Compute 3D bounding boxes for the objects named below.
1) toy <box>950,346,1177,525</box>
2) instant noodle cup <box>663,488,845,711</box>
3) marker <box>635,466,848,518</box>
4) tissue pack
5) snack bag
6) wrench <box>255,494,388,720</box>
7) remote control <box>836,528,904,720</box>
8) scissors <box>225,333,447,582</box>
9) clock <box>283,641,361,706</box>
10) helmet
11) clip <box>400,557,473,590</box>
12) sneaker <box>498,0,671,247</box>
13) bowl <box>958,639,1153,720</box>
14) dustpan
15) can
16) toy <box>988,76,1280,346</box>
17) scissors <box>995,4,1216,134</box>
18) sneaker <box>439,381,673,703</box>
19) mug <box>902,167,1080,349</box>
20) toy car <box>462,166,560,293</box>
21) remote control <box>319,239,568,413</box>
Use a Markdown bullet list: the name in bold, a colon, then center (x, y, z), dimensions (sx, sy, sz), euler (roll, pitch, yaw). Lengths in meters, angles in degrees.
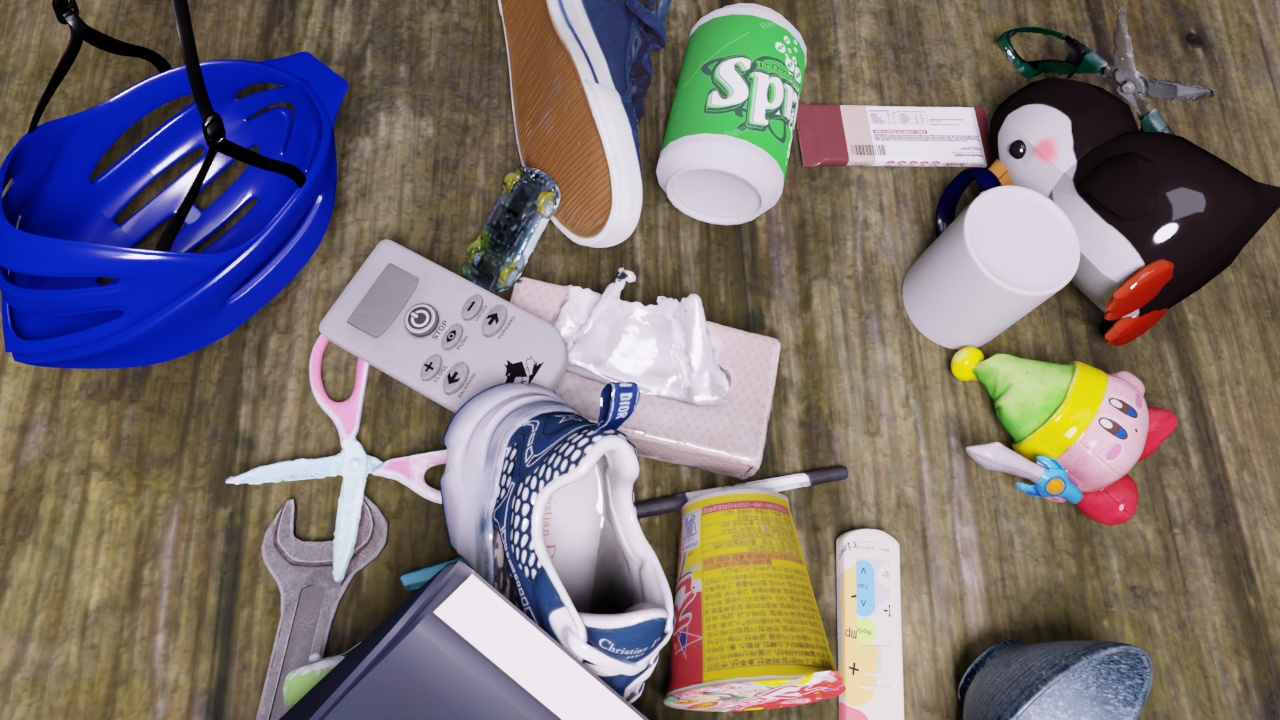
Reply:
- **toy**: center (0.274, 0.044, 0.615), dimensions (0.131, 0.097, 0.124), euler (41, 74, -13)
- **instant noodle cup**: center (0.059, 0.140, 0.535), dimensions (0.100, 0.101, 0.112), euler (0, 61, -9)
- **marker**: center (0.063, 0.085, 0.593), dimensions (0.152, 0.011, 0.011), euler (-8, 71, -12)
- **tissue pack**: center (-0.003, 0.004, 0.586), dimensions (0.181, 0.071, 0.103), euler (14, 69, 0)
- **snack bag**: center (0.197, -0.173, 0.707), dimensions (0.158, 0.013, 0.057), euler (-2, 72, -9)
- **wrench**: center (-0.200, 0.204, 0.509), dimensions (0.070, 0.010, 0.272), euler (9, 69, -5)
- **remote control**: center (0.142, 0.168, 0.571), dimensions (0.038, 0.018, 0.125), euler (5, 71, -7)
- **scissors**: center (-0.157, 0.051, 0.563), dimensions (0.176, 0.013, 0.170), euler (6, 61, -12)
- **clock**: center (-0.153, 0.209, 0.490), dimensions (0.094, 0.043, 0.119), euler (22, 67, -14)
- **helmet**: center (-0.270, -0.112, 0.499), dimensions (0.148, 0.228, 0.241), euler (38, 67, 16)
- **clip**: center (-0.079, 0.118, 0.553), dimensions (0.116, 0.026, 0.097), euler (-41, 83, -20)
- **sneaker**: center (-0.019, -0.212, 0.654), dimensions (0.127, 0.121, 0.294), euler (3, 65, -32)
- **bowl**: center (0.227, 0.203, 0.539), dimensions (0.137, 0.137, 0.057), euler (-24, 36, -16)
- **dustpan**: center (-0.095, 0.267, 0.415), dimensions (0.273, 0.080, 0.236), euler (-43, 102, 13)
- **can**: center (0.065, -0.173, 0.647), dimensions (0.088, 0.088, 0.139), euler (15, 68, -3)
- **toy**: center (0.331, -0.129, 0.645), dimensions (0.140, 0.159, 0.184), euler (-38, 62, 13)
- **scissors**: center (0.359, -0.185, 0.694), dimensions (0.015, 0.201, 0.205), euler (-38, 118, 1)
- **sneaker**: center (-0.034, 0.143, 0.464), dimensions (0.103, 0.133, 0.269), euler (1, 85, -36)
- **mug**: center (0.233, -0.076, 0.632), dimensions (0.078, 0.097, 0.111), euler (-5, 71, -11)
- **toy car**: center (-0.084, -0.085, 0.613), dimensions (0.039, 0.027, 0.090), euler (33, 97, 24)
- **remote control**: center (-0.119, -0.014, 0.560), dimensions (0.151, 0.019, 0.074), euler (27, 75, 16)
